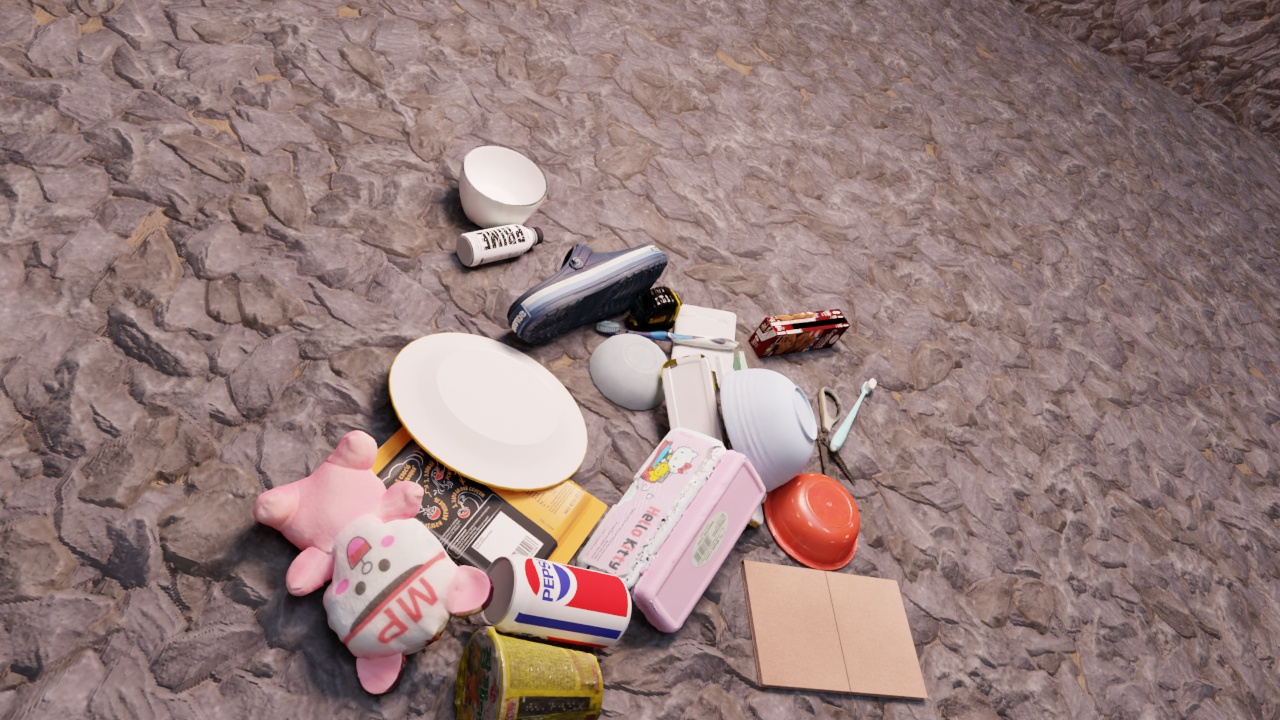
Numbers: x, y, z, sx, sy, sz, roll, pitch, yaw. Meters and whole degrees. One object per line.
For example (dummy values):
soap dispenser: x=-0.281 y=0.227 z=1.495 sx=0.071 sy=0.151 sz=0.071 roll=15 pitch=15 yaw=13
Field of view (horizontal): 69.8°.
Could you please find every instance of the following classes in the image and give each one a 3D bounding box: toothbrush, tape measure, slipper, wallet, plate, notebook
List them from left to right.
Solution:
plate: x=-0.157 y=0.044 z=0.991 sx=0.229 sy=0.021 sz=0.229 roll=23 pitch=33 yaw=-17
slipper: x=-0.067 y=-0.103 z=1.140 sx=0.252 sy=0.105 sz=0.095 roll=-28 pitch=70 yaw=-42
tape measure: x=0.018 y=-0.068 z=1.188 sx=0.067 sy=0.063 sz=0.038 roll=-9 pitch=59 yaw=-33
toothbrush: x=0.036 y=-0.033 z=1.176 sx=0.189 sy=0.017 sz=0.016 roll=7 pitch=53 yaw=-9
wallet: x=0.082 y=-0.022 z=1.212 sx=0.086 sy=0.032 sz=0.116 roll=16 pitch=49 yaw=-2
notebook: x=0.215 y=0.300 z=1.024 sx=0.209 sy=0.008 sz=0.141 roll=12 pitch=48 yaw=-20
toothbrush: x=0.288 y=0.073 z=1.243 sx=0.016 sy=0.017 sz=0.180 roll=46 pitch=42 yaw=-1

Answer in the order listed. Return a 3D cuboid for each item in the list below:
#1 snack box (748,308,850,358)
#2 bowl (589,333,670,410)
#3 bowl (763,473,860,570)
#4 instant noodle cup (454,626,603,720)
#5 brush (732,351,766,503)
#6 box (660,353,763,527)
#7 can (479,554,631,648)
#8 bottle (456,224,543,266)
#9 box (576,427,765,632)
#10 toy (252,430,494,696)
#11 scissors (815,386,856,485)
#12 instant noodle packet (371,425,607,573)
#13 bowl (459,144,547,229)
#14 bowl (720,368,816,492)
snack box: x=0.223 y=-0.039 z=1.286 sx=0.140 sy=0.051 sz=0.031 roll=-8 pitch=58 yaw=-34
bowl: x=-0.007 y=0.007 z=1.128 sx=0.106 sy=0.039 sz=0.106 roll=15 pitch=47 yaw=-17
bowl: x=0.214 y=0.183 z=1.097 sx=0.130 sy=0.045 sz=0.130 roll=16 pitch=47 yaw=-18
instant noodle cup: x=-0.096 y=0.289 z=0.807 sx=0.108 sy=0.102 sz=0.102 roll=14 pitch=47 yaw=-31
brush: x=0.136 y=0.082 z=1.151 sx=0.012 sy=0.033 sz=0.217 roll=10 pitch=51 yaw=-21
box: x=0.085 y=0.098 z=1.090 sx=0.084 sy=0.080 sz=0.210 roll=-14 pitch=66 yaw=12
can: x=-0.078 y=0.226 z=0.860 sx=0.132 sy=0.070 sz=0.070 roll=21 pitch=44 yaw=-33
bottle: x=-0.175 y=-0.150 z=1.167 sx=0.115 sy=0.041 sz=0.041 roll=-19 pitch=64 yaw=-39
box: x=0.034 y=0.175 z=0.979 sx=0.201 sy=0.103 sz=0.101 roll=-52 pitch=130 yaw=-26
toy: x=-0.240 y=0.175 z=0.821 sx=0.141 sy=0.084 sz=0.213 roll=-38 pitch=71 yaw=-22
scissors: x=0.234 y=0.086 z=1.213 sx=0.169 sy=0.013 sz=0.157 roll=40 pitch=44 yaw=0
instant noodle packet: x=-0.160 y=0.137 z=0.937 sx=0.221 sy=0.032 sz=0.159 roll=36 pitch=47 yaw=3
bowl: x=-0.185 y=-0.220 z=1.202 sx=0.116 sy=0.066 sz=0.116 roll=15 pitch=47 yaw=-17
bowl: x=0.160 y=0.072 z=1.078 sx=0.150 sy=0.075 sz=0.150 roll=47 pitch=31 yaw=-41
